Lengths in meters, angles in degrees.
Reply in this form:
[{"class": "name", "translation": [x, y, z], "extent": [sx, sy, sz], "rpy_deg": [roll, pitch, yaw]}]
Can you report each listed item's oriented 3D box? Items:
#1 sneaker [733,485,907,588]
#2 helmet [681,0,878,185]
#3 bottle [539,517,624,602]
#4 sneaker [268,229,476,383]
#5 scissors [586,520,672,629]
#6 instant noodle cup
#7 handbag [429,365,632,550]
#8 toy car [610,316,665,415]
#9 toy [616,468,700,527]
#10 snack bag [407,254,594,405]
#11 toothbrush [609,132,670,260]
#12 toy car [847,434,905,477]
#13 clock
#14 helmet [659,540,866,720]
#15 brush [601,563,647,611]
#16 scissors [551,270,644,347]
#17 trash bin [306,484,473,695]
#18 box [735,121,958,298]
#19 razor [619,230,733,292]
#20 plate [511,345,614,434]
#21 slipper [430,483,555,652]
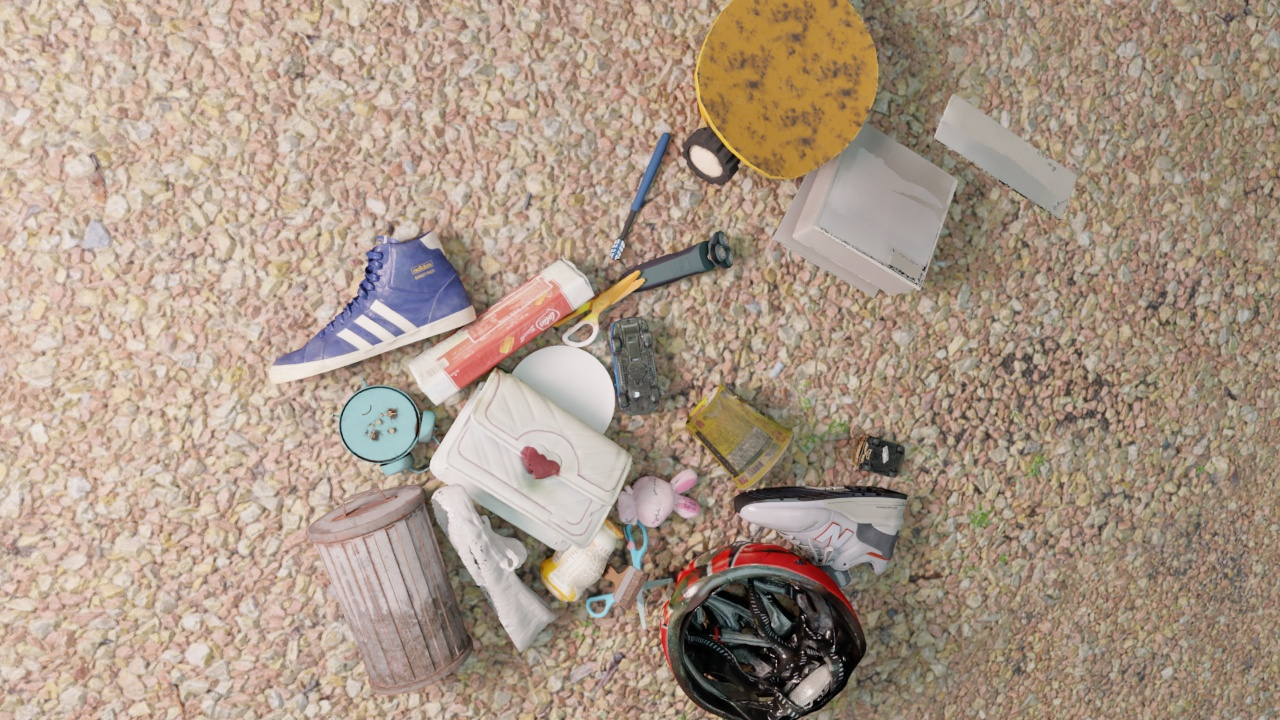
[{"class": "sneaker", "translation": [0.233, 0.226, 1.165], "extent": [0.239, 0.089, 0.124], "rpy_deg": [0, 92, -17]}, {"class": "helmet", "translation": [0.146, -0.311, 1.073], "extent": [0.205, 0.131, 0.254], "rpy_deg": [44, 70, -12]}, {"class": "bottle", "translation": [-0.069, 0.238, 1.107], "extent": [0.108, 0.063, 0.063], "rpy_deg": [-45, 103, -6]}, {"class": "sneaker", "translation": [-0.309, -0.067, 1.007], "extent": [0.233, 0.091, 0.118], "rpy_deg": [-19, 103, -12]}, {"class": "scissors", "translation": [-0.019, 0.266, 1.119], "extent": [0.136, 0.135, 0.015], "rpy_deg": [-30, 139, 28]}, {"class": "instant noodle cup", "translation": [0.117, 0.089, 1.129], "extent": [0.108, 0.102, 0.102], "rpy_deg": [42, 84, -4]}, {"class": "handbag", "translation": [-0.119, 0.113, 1.048], "extent": [0.198, 0.096, 0.141], "rpy_deg": [33, 68, -13]}, {"class": "toy car", "translation": [-0.007, 0.006, 1.111], "extent": [0.056, 0.043, 0.120], "rpy_deg": [-10, 96, -13]}, {"class": "toy", "translation": [0.025, 0.171, 1.131], "extent": [0.109, 0.047, 0.063], "rpy_deg": [-9, 79, -26]}, {"class": "snack bag", "translation": [-0.160, -0.036, 1.054], "extent": [0.225, 0.077, 0.041], "rpy_deg": [-34, 125, -9]}, {"class": "toothbrush", "translation": [0.000, -0.199, 1.110], "extent": [0.014, 0.014, 0.167], "rpy_deg": [23, 90, -3]}, {"class": "toy car", "translation": [0.301, 0.121, 1.195], "extent": [0.111, 0.047, 0.047], "rpy_deg": [18, 91, -43]}, {"class": "clock", "translation": [-0.284, 0.079, 1.046], "extent": [0.124, 0.053, 0.090], "rpy_deg": [40, 86, -13]}, {"class": "helmet", "translation": [0.138, 0.321, 1.106], "extent": [0.217, 0.167, 0.272], "rpy_deg": [-45, 116, 9]}, {"class": "brush", "translation": [-0.028, 0.257, 1.077], "extent": [0.008, 0.143, 0.045], "rpy_deg": [31, 79, -16]}, {"class": "scissors", "translation": [-0.045, -0.064, 1.099], "extent": [0.130, 0.013, 0.070], "rpy_deg": [-28, 104, 4]}, {"class": "trash bin", "translation": [-0.278, 0.245, 1.024], "extent": [0.130, 0.131, 0.211], "rpy_deg": [-19, 100, -11]}, {"class": "box", "translation": [0.251, -0.199, 1.278], "extent": [0.169, 0.404, 0.171], "rpy_deg": [28, 87, -14]}, {"class": "razor", "translation": [0.044, -0.115, 1.115], "extent": [0.143, 0.052, 0.047], "rpy_deg": [-19, 101, -2]}, {"class": "plate", "translation": [-0.098, 0.049, 1.110], "extent": [0.134, 0.011, 0.134], "rpy_deg": [-1, 95, -13]}, {"class": "slipper", "translation": [-0.164, 0.234, 1.046], "extent": [0.074, 0.112, 0.247], "rpy_deg": [-44, 128, -27]}]
